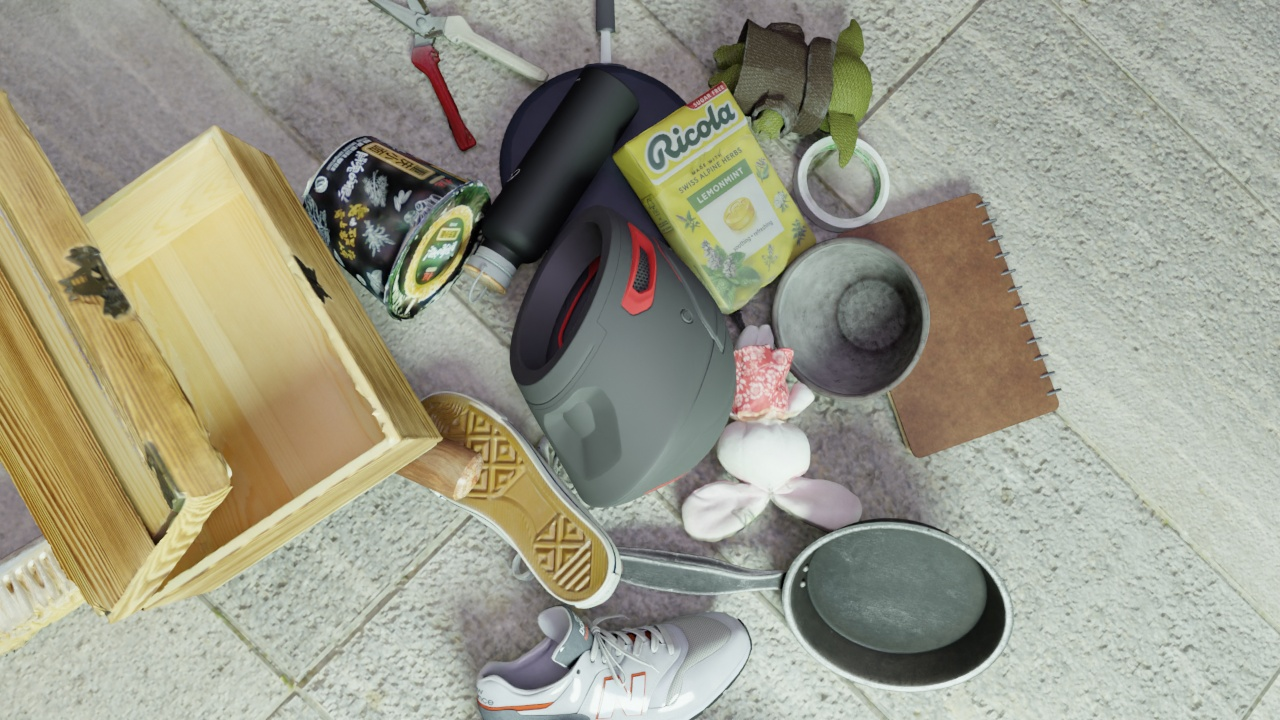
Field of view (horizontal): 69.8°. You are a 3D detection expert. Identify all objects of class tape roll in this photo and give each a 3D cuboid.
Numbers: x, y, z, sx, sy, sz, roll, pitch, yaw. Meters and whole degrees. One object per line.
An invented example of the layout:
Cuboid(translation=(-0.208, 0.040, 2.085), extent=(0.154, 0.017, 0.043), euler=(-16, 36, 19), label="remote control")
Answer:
Cuboid(translation=(0.196, -0.173, 0.897), extent=(0.094, 0.018, 0.093), euler=(1, 81, -8), label="tape roll")

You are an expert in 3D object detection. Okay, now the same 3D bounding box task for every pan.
Cuboid(translation=(0.134, 0.195, 0.796), extent=(0.357, 0.055, 0.188), euler=(10, 121, 11), label="pan")
Cuboid(translation=(-0.033, -0.262, 0.874), extent=(0.198, 0.021, 0.356), euler=(0, 80, -4), label="pan")

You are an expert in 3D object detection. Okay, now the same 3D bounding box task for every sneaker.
Cuboid(translation=(-0.030, 0.249, 0.747), extent=(0.239, 0.089, 0.124), euler=(-29, 117, -8), label="sneaker")
Cuboid(translation=(-0.102, 0.116, 0.782), extent=(0.241, 0.088, 0.118), euler=(41, 90, 22), label="sneaker")

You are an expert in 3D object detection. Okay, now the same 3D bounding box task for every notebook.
Cuboid(translation=(0.298, -0.037, 0.888), extent=(0.167, 0.024, 0.225), euler=(-18, 85, -8), label="notebook")

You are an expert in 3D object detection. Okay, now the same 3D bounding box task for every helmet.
Cuboid(translation=(-0.005, 0.004, 0.763), extent=(0.170, 0.165, 0.264), euler=(31, 43, -26), label="helmet")

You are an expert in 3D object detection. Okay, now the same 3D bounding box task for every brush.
Cuboid(translation=(-0.496, 0.193, 0.716), extent=(0.271, 0.083, 0.056), euler=(-34, 86, -12), label="brush")

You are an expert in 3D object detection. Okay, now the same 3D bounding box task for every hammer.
Cuboid(translation=(-0.261, 0.028, 0.760), extent=(0.301, 0.037, 0.157), euler=(26, 79, 11), label="hammer")

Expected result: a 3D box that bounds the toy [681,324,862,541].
Cuboid(translation=(0.107, 0.063, 0.817), extent=(0.159, 0.084, 0.194), euler=(-7, 80, 3), label="toy")

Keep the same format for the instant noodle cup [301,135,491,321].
Cuboid(translation=(-0.212, -0.119, 0.784), extent=(0.112, 0.137, 0.137), euler=(33, 78, 9), label="instant noodle cup")

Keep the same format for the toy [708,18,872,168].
Cuboid(translation=(0.144, -0.264, 0.873), extent=(0.152, 0.078, 0.179), euler=(13, 64, -5), label="toy")

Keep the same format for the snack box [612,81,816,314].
Cuboid(translation=(0.073, -0.144, 0.835), extent=(0.121, 0.045, 0.181), euler=(-36, 99, -19), label="snack box")

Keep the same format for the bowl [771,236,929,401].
Cuboid(translation=(0.199, -0.040, 0.835), extent=(0.145, 0.067, 0.145), euler=(5, 99, 34), label="bowl")

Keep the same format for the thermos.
Cuboid(translation=(-0.087, -0.147, 0.808), extent=(0.061, 0.061, 0.231), euler=(32, 81, -2), label="thermos")

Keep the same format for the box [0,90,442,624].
Cuboid(translation=(-0.351, 0.012, 0.619), extent=(0.269, 0.263, 0.279), euler=(-34, 84, 5), label="box")

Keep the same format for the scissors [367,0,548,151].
Cuboid(translation=(-0.175, -0.287, 0.862), extent=(0.179, 0.015, 0.194), euler=(-1, 86, 3), label="scissors")

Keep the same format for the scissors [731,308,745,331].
Cuboid(translation=(0.073, -0.104, 0.873), extent=(0.168, 0.013, 0.157), euler=(43, 79, 1), label="scissors")
